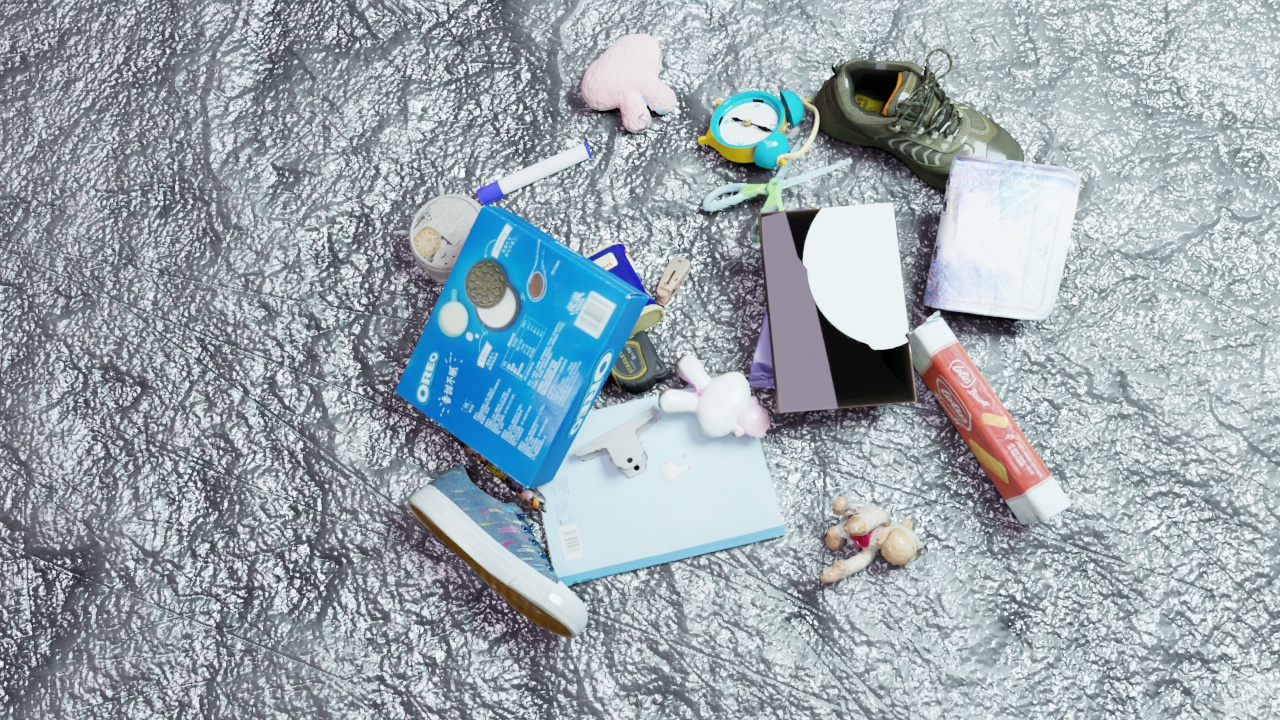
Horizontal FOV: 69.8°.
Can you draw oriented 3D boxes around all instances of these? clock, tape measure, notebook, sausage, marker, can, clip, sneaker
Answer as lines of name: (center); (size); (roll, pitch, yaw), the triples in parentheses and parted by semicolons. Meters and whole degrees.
clock: (0.135, -0.263, 1.035); (0.130, 0.044, 0.099); (13, 67, 25)
tape measure: (-0.006, 0.006, 1.009); (0.061, 0.034, 0.061); (-25, 64, -2)
notebook: (0.200, -0.055, 0.942); (0.141, 0.008, 0.209); (-4, 82, -1)
sausage: (-0.157, 0.117, 1.009); (0.155, 0.020, 0.020); (37, 85, 18)
clock: (-0.200, -0.130, 1.051); (0.157, 0.061, 0.103); (39, 85, 16)
marker: (-0.125, -0.220, 1.082); (0.141, 0.020, 0.020); (-23, 76, 3)
notebook: (0.012, 0.130, 0.993); (0.253, 0.009, 0.181); (-14, 76, 4)
can: (-0.046, -0.065, 1.019); (0.116, 0.056, 0.092); (-28, 75, 1)
clip: (-0.015, 0.097, 0.992); (0.102, 0.045, 0.055); (-29, 68, 1)
sneaker: (-0.138, 0.198, 0.973); (0.235, 0.088, 0.079); (35, 64, 18)
clip: (0.035, -0.087, 1.032); (0.026, 0.058, 0.052); (21, 121, 13)
sneaker: (0.302, -0.268, 0.969); (0.238, 0.143, 0.101); (25, 82, 12)

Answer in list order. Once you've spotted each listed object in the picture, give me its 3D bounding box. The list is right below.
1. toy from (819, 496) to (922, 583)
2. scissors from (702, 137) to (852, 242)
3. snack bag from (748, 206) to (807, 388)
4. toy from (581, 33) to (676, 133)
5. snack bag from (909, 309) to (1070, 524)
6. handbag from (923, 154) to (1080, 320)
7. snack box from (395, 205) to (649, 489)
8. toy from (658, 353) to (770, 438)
toy: (0.236, 0.186, 0.926); (0.106, 0.074, 0.085); (10, 111, -10)
scissors: (0.145, -0.193, 1.014); (0.173, 0.023, 0.171); (-2, 46, 38)
snack bag: (0.186, -0.060, 0.986); (0.096, 0.058, 0.205); (14, 83, 13)
toy: (-0.010, -0.321, 1.073); (0.108, 0.053, 0.105); (-36, 87, -1)
snack bag: (0.344, 0.060, 0.926); (0.041, 0.077, 0.225); (-31, 76, -3)
handbag: (0.364, -0.125, 0.942); (0.126, 0.069, 0.159); (7, 102, -5)
snack box: (-0.131, -0.014, 0.975); (0.195, 0.056, 0.239); (33, 105, 17)
toy: (0.081, 0.045, 0.979); (0.123, 0.038, 0.079); (28, 69, 13)
